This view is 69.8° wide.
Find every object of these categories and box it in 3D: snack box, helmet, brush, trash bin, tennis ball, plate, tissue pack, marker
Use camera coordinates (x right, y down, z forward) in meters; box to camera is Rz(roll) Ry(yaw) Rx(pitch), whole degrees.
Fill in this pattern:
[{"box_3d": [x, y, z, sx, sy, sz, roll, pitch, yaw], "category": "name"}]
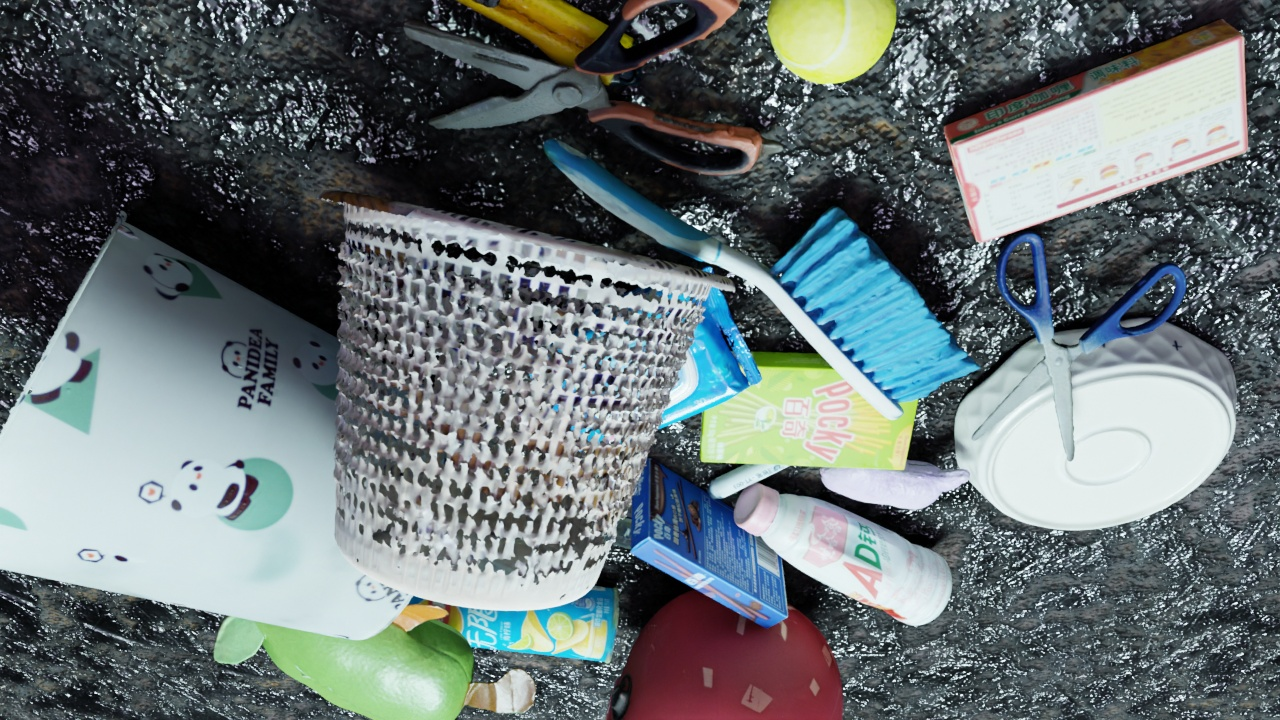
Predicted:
[{"box_3d": [0.124, 0.037, 0.683, 0.156, 0.026, 0.086, 2, 118, 0], "category": "snack box"}, {"box_3d": [0.084, 0.282, 0.798, 0.207, 0.240, 0.144, 15, 99, 2], "category": "helmet"}, {"box_3d": [0.087, -0.061, 0.582, 0.110, 0.060, 0.314, -40, 115, 17], "category": "brush"}, {"box_3d": [0.267, -0.131, 0.541, 0.156, 0.027, 0.077, -19, 128, 17], "category": "snack box"}, {"box_3d": [-0.078, 0.023, 0.512, 0.227, 0.227, 0.192, 11, 95, -9], "category": "trash bin"}, {"box_3d": [0.099, -0.178, 0.478, 0.065, 0.065, 0.066, 1, 132, 1], "category": "tennis ball"}, {"box_3d": [0.057, 0.152, 0.761, 0.157, 0.084, 0.026, 34, 124, -25], "category": "snack box"}, {"box_3d": [0.346, 0.059, 0.696, 0.205, 0.045, 0.205, 1, 132, 1], "category": "plate"}, {"box_3d": [-0.004, 0.004, 0.635, 0.157, 0.052, 0.095, -23, 106, 20], "category": "tissue pack"}, {"box_3d": [0.109, 0.079, 0.740, 0.131, 0.018, 0.022, -30, 114, 24], "category": "marker"}, {"box_3d": [-0.270, 0.061, 0.611, 0.251, 0.229, 0.230, 27, 127, -29], "category": "trash bin"}]

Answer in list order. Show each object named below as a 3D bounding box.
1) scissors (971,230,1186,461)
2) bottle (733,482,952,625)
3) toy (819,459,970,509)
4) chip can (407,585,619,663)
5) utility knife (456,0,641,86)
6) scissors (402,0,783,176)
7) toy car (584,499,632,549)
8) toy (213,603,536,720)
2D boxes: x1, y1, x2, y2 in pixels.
[{"box_3d": [0.285, -0.013, 0.617, 0.176, 0.012, 0.162, -34, 103, 15], "category": "scissors"}, {"box_3d": [0.171, 0.160, 0.781, 0.197, 0.068, 0.068, 28, 127, -16], "category": "bottle"}, {"box_3d": [0.197, 0.095, 0.731, 0.108, 0.038, 0.084, 10, 159, -2], "category": "toy"}, {"box_3d": [-0.128, 0.233, 0.848, 0.210, 0.071, 0.071, 9, 131, -6], "category": "chip can"}, {"box_3d": [-0.094, -0.203, 0.495, 0.219, 0.015, 0.033, 23, 126, -17], "category": "utility knife"}, {"box_3d": [-0.020, -0.152, 0.518, 0.226, 0.015, 0.189, -13, 147, 34], "category": "scissors"}, {"box_3d": [-0.015, 0.138, 0.784, 0.090, 0.035, 0.042, 14, 129, -10], "category": "toy car"}, {"box_3d": [-0.216, 0.248, 0.762, 0.246, 0.089, 0.228, 37, 126, -16], "category": "toy"}]
